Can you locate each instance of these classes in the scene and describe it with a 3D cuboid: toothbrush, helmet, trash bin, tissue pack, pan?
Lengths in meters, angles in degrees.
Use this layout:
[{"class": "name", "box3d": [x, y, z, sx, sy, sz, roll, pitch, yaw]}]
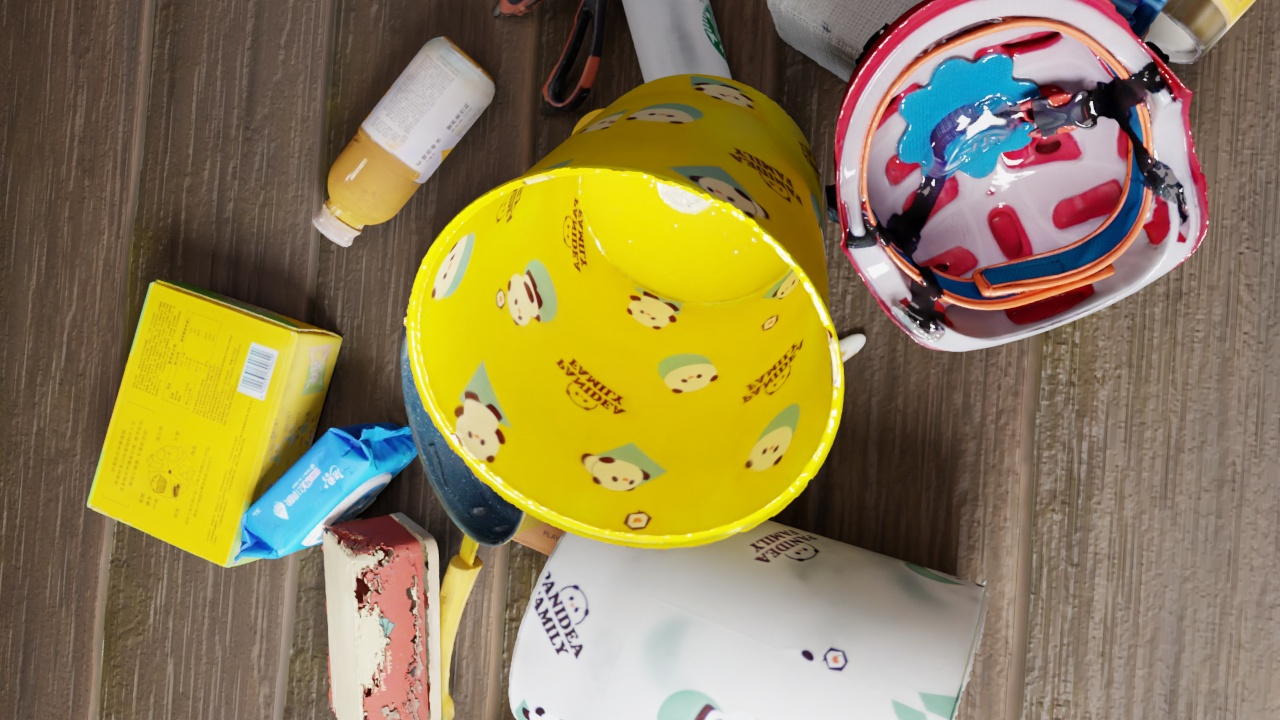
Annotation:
[{"class": "toothbrush", "box3d": [0.089, 0.034, 0.701, 0.191, 0.018, 0.016, -34, 82, 11]}, {"class": "helmet", "box3d": [0.219, -0.137, 0.586, 0.207, 0.143, 0.240, -25, 119, 18]}, {"class": "trash bin", "box3d": [0.015, -0.054, 0.573, 0.230, 0.254, 0.230, 7, 123, 11]}, {"class": "trash bin", "box3d": [0.068, 0.206, 0.604, 0.252, 0.229, 0.229, 18, 93, 21]}, {"class": "tissue pack", "box3d": [-0.254, 0.108, 0.751, 0.157, 0.095, 0.052, -43, 83, 10]}, {"class": "pan", "box3d": [-0.135, 0.117, 0.703, 0.198, 0.078, 0.358, 24, 120, 49]}]

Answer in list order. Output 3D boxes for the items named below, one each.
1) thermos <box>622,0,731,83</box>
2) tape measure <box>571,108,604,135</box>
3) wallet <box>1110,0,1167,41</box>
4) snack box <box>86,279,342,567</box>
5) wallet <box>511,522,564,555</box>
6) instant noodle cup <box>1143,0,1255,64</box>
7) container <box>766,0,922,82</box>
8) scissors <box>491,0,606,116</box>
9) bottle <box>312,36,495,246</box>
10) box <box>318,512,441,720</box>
[{"class": "thermos", "box3d": [0.031, -0.240, 0.701, 0.073, 0.073, 0.224, -17, 84, 14]}, {"class": "tape measure", "box3d": [-0.026, -0.170, 0.733, 0.060, 0.029, 0.057, -41, 80, 10]}, {"class": "wallet", "box3d": [0.275, -0.225, 0.602, 0.106, 0.133, 0.040, 33, 92, 14]}, {"class": "snack box", "box3d": [-0.368, 0.052, 0.795, 0.158, 0.070, 0.210, 18, 93, 15]}, {"class": "wallet", "box3d": [-0.050, 0.095, 0.731, 0.108, 0.031, 0.132, 21, 96, 16]}, {"class": "instant noodle cup", "box3d": [0.360, -0.267, 0.594, 0.118, 0.118, 0.114, 37, 105, 13]}, {"class": "container", "box3d": [0.160, -0.253, 0.658, 0.114, 0.090, 0.090, 36, 96, 17]}, {"class": "scissors", "box3d": [-0.044, -0.293, 0.705, 0.227, 0.015, 0.189, 1, 100, 42]}, {"class": "bottle", "box3d": [-0.200, -0.177, 0.759, 0.068, 0.068, 0.190, 44, 99, 12]}, {"class": "box", "box3d": [-0.208, 0.212, 0.710, 0.091, 0.080, 0.168, 15, 108, 53]}]
